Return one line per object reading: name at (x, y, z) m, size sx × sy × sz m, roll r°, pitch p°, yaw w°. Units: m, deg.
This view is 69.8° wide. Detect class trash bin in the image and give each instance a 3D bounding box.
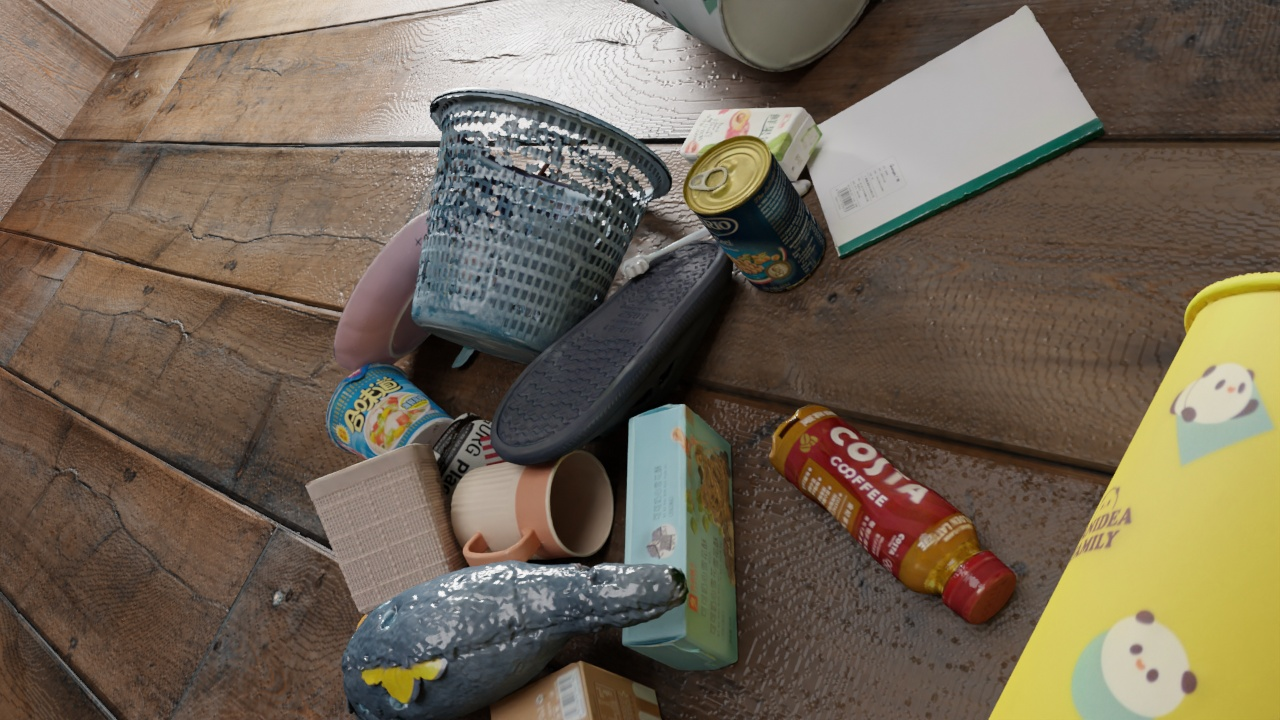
trash bin at (0.275, 0.132, 0.370) m, size 0.230 × 0.229 × 0.255 m, roll 31°, pitch 88°, yaw 44°
trash bin at (-0.104, -0.102, 0.822) m, size 0.227 × 0.226 × 0.195 m, roll 10°, pitch 82°, yaw 40°
trash bin at (0.082, -0.410, 0.867) m, size 0.229 × 0.229 × 0.252 m, roll -44°, pitch 51°, yaw 4°

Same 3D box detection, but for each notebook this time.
notebook at (0.237, -0.183, 0.739) m, size 0.210 × 0.012 × 0.150 m, roll -26°, pitch 51°, yaw 22°

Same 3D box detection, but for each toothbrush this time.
toothbrush at (0.065, -0.113, 0.787) m, size 0.180 × 0.016 × 0.016 m, roll -25°, pitch 30°, yaw -1°

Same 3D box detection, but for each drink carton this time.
drink carton at (0.098, -0.192, 0.818) m, size 0.123 × 0.045 × 0.053 m, roll 16°, pitch 71°, yaw 48°

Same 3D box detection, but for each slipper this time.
slipper at (-0.004, 0.004, 0.752) m, size 0.111 × 0.083 × 0.267 m, roll 9°, pitch 47°, yaw 46°

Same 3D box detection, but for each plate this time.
plate at (-0.227, -0.062, 0.916) m, size 0.039 × 0.192 × 0.192 m, roll 34°, pitch 83°, yaw 5°

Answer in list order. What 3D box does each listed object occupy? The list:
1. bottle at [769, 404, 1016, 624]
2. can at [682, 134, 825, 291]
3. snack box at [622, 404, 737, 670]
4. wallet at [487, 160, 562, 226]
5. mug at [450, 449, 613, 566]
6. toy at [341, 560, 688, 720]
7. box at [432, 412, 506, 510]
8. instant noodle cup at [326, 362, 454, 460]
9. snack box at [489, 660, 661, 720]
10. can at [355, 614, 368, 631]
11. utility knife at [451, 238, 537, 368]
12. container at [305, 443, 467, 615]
bottle at (0.157, 0.095, 0.586) m, size 0.057 × 0.057 × 0.175 m, roll -48°, pitch 45°, yaw 0°
can at (0.093, -0.115, 0.734) m, size 0.075 × 0.111 × 0.075 m, roll -20°, pitch 50°, yaw 25°
snack box at (0.029, 0.124, 0.651) m, size 0.052 × 0.074 × 0.174 m, roll -17°, pitch 53°, yaw 26°
wallet at (-0.145, -0.156, 0.988) m, size 0.101 × 0.032 × 0.124 m, roll 0°, pitch 60°, yaw 50°
mug at (-0.094, 0.126, 0.724) m, size 0.106 × 0.082 × 0.114 m, roll -12°, pitch 22°, yaw 33°
toy at (-0.122, 0.197, 0.621) m, size 0.357 × 0.137 × 0.091 m, roll -33°, pitch 54°, yaw 35°
box at (-0.166, 0.128, 0.807) m, size 0.086 × 0.076 × 0.163 m, roll 25°, pitch 75°, yaw 26°
instant noodle cup at (-0.227, 0.067, 0.872) m, size 0.110 × 0.099 × 0.099 m, roll 27°, pitch 80°, yaw 36°
snack box at (-0.035, 0.262, 0.594) m, size 0.077 × 0.094 × 0.092 m, roll -31°, pitch 48°, yaw 17°
can at (-0.160, 0.214, 0.745) m, size 0.146 × 0.058 × 0.058 m, roll -24°, pitch 50°, yaw 23°
utility knife at (-0.143, -0.064, 0.943) m, size 0.029 × 0.013 × 0.174 m, roll 22°, pitch 75°, yaw 45°
container at (-0.197, 0.134, 0.732) m, size 0.090 × 0.090 × 0.111 m, roll -20°, pitch 85°, yaw -4°
